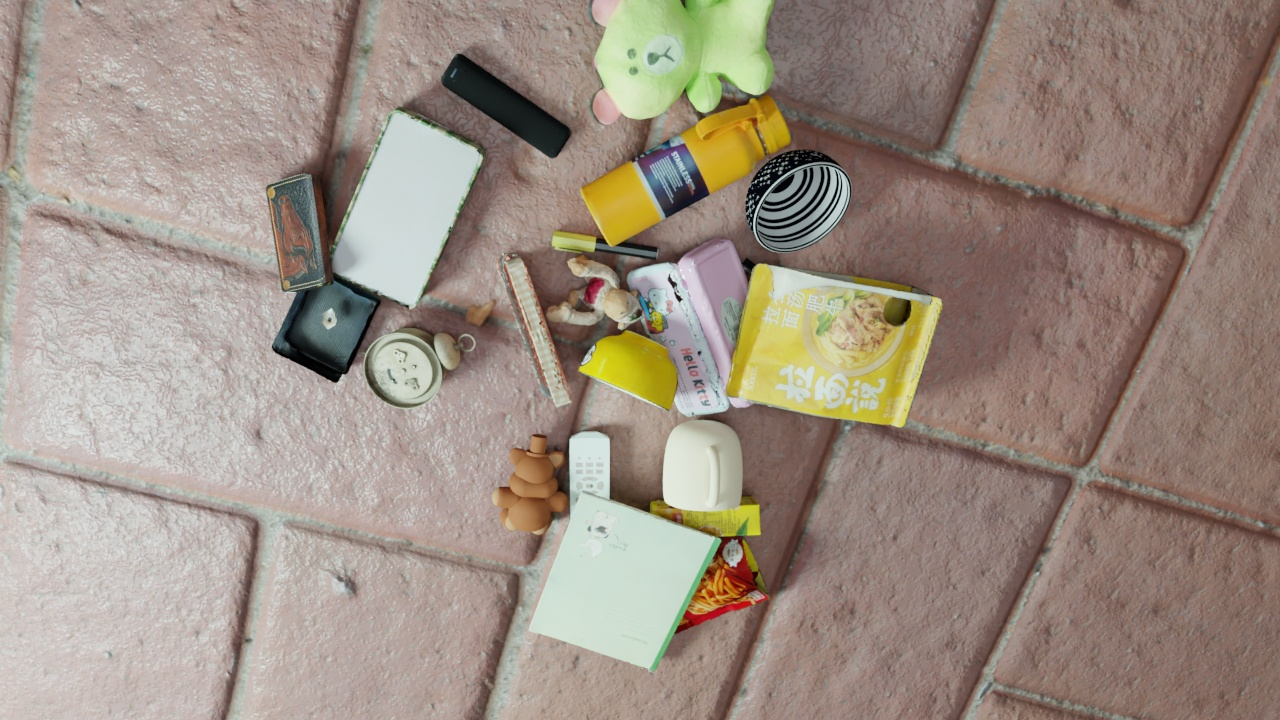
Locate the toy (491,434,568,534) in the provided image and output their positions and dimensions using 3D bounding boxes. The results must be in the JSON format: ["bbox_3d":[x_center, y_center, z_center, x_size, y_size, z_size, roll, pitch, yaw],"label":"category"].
[{"bbox_3d":[-0.136,0.154,1.143,0.095,0.065,0.128,6,99,-13],"label":"toy"}]

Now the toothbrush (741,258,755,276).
[{"bbox_3d":[0.186,-0.069,1.108,0.167,0.013,0.013,37,94,-13],"label":"toothbrush"}]

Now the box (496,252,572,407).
[{"bbox_3d":[-0.123,-0.036,1.072,0.041,0.082,0.187,-19,106,-7],"label":"box"}]

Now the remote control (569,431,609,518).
[{"bbox_3d":[-0.064,0.157,1.159,0.049,0.024,0.143,0,105,-3],"label":"remote control"}]

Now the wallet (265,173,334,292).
[{"bbox_3d":[-0.378,-0.141,1.021,0.072,0.019,0.123,-8,91,29],"label":"wallet"}]

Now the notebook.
[{"bbox_3d":[-0.025,0.287,1.168,0.182,0.010,0.253,19,120,-4],"label":"notebook"}]

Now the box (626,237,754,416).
[{"bbox_3d":[0.078,-0.032,1.083,0.146,0.077,0.202,-22,108,3],"label":"box"}]

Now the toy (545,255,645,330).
[{"bbox_3d":[-0.045,-0.066,1.063,0.106,0.074,0.085,25,100,-1],"label":"toy"}]

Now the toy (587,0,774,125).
[{"bbox_3d":[0.043,-0.335,0.975,0.197,0.107,0.150,-1,113,6],"label":"toy"}]

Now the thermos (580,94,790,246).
[{"bbox_3d":[0.051,-0.212,1.014,0.233,0.091,0.076,-27,96,6],"label":"thermos"}]

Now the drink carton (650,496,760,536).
[{"bbox_3d":[0.080,0.197,1.159,0.134,0.058,0.043,-3,93,-2],"label":"drink carton"}]

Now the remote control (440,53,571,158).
[{"bbox_3d":[-0.149,-0.282,1.020,0.152,0.020,0.041,32,104,-13],"label":"remote control"}]

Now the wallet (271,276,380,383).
[{"bbox_3d":[-0.368,-0.042,1.078,0.089,0.026,0.115,29,104,-6],"label":"wallet"}]

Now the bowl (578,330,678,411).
[{"bbox_3d":[-0.006,0.006,1.073,0.117,0.117,0.067,24,87,-10],"label":"bowl"}]

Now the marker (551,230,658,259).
[{"bbox_3d":[-0.041,-0.132,1.073,0.124,0.017,0.021,8,107,-7],"label":"marker"}]

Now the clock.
[{"bbox_3d":[-0.257,-0.001,1.084,0.141,0.054,0.093,-21,105,11],"label":"clock"}]

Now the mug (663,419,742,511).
[{"bbox_3d":[0.078,0.124,1.107,0.096,0.120,0.100,1,96,-8],"label":"mug"}]

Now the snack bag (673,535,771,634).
[{"bbox_3d":[0.055,0.301,1.206,0.208,0.066,0.139,-19,113,13],"label":"snack bag"}]

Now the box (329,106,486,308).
[{"bbox_3d":[-0.264,-0.170,1.035,0.117,0.051,0.206,23,106,-13],"label":"box"}]

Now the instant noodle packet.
[{"bbox_3d":[0.218,-0.018,1.070,0.221,0.084,0.163,8,106,-15],"label":"instant noodle packet"}]

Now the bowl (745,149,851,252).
[{"bbox_3d":[0.169,-0.189,1.035,0.120,0.066,0.120,-15,139,-14],"label":"bowl"}]
